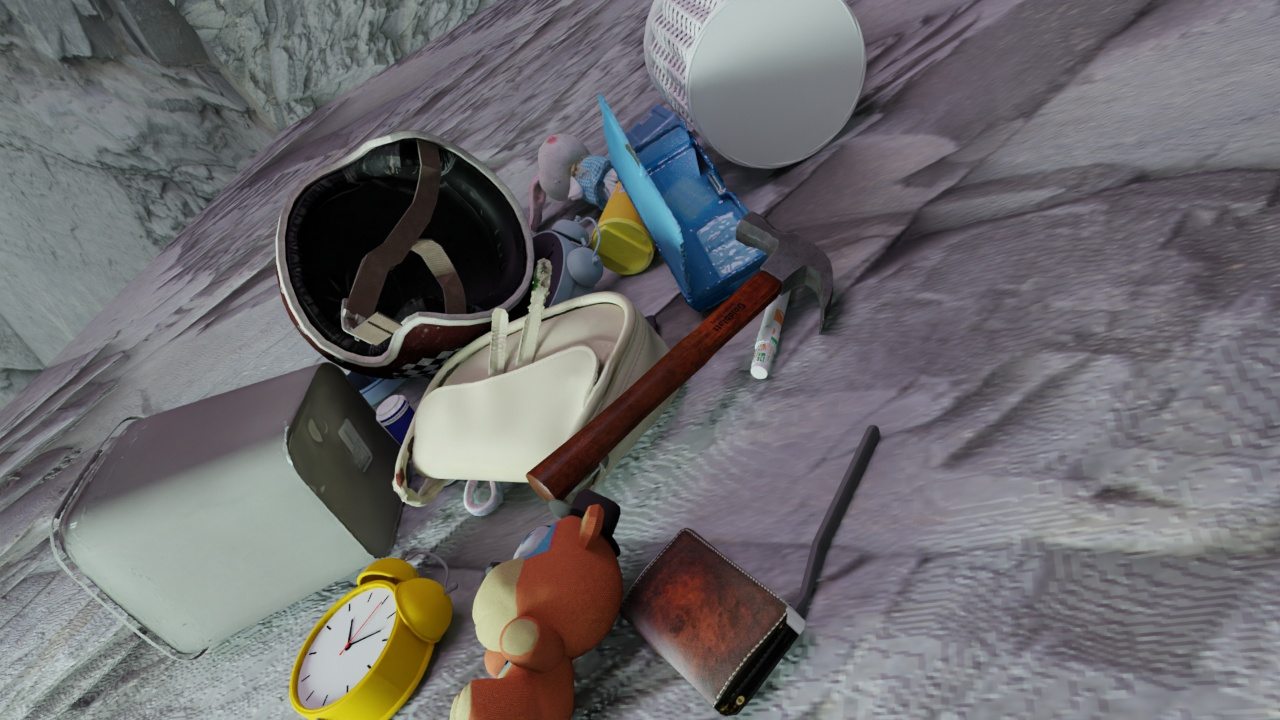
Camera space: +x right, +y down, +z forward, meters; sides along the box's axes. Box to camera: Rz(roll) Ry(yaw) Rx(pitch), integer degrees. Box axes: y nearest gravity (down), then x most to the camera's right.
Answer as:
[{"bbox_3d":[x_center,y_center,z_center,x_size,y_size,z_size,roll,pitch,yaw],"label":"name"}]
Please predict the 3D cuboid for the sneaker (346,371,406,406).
[{"bbox_3d":[-0.294,-0.037,1.082,0.241,0.098,0.083,-40,29,-5],"label":"sneaker"}]

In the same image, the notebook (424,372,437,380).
[{"bbox_3d":[-0.245,-0.069,1.016,0.209,0.029,0.169,19,71,13],"label":"notebook"}]

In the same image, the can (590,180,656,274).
[{"bbox_3d":[-0.008,-0.146,0.971,0.068,0.067,0.104,-16,36,31],"label":"can"}]

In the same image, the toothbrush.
[{"bbox_3d":[0.114,0.103,0.556,0.013,0.013,0.167,-1,45,45],"label":"toothbrush"}]

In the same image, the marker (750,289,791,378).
[{"bbox_3d":[0.111,-0.040,0.752,0.017,0.017,0.145,-14,37,33],"label":"marker"}]

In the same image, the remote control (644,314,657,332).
[{"bbox_3d":[-0.005,0.005,0.815,0.046,0.009,0.124,-24,35,18],"label":"remote control"}]

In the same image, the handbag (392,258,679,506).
[{"bbox_3d":[-0.103,0.028,0.756,0.230,0.132,0.183,-8,46,39],"label":"handbag"}]

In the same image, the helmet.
[{"bbox_3d":[-0.222,-0.089,0.867,0.254,0.233,0.233,-25,70,41],"label":"helmet"}]

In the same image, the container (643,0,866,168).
[{"bbox_3d":[0.114,-0.319,0.964,0.189,0.189,0.186,-33,32,7],"label":"container"}]

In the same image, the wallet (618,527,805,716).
[{"bbox_3d":[0.038,0.151,0.546,0.072,0.019,0.123,-51,27,-8],"label":"wallet"}]

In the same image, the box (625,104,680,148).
[{"bbox_3d":[0.022,-0.249,1.072,0.069,0.064,0.209,-38,16,8],"label":"box"}]

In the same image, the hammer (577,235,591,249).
[{"bbox_3d":[-0.157,-0.129,1.140,0.317,0.028,0.146,8,53,50],"label":"hammer"}]

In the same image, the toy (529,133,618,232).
[{"bbox_3d":[-0.079,-0.225,1.119,0.131,0.105,0.206,-49,31,-15],"label":"toy"}]

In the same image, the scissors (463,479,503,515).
[{"bbox_3d":[-0.145,0.087,0.844,0.108,0.016,0.179,-45,32,-13],"label":"scissors"}]

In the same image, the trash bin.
[{"bbox_3d":[-0.354,0.126,0.843,0.220,0.197,0.197,-22,32,13],"label":"trash bin"}]

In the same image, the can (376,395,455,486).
[{"bbox_3d":[-0.201,0.073,0.838,0.032,0.095,0.032,-26,30,17],"label":"can"}]

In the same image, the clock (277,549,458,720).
[{"bbox_3d":[-0.202,0.211,0.696,0.114,0.052,0.151,10,58,52],"label":"clock"}]

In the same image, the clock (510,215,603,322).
[{"bbox_3d":[-0.091,-0.077,0.929,0.160,0.045,0.122,-49,39,21],"label":"clock"}]

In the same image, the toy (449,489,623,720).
[{"bbox_3d":[-0.060,0.162,0.575,0.175,0.096,0.112,-50,-4,-29],"label":"toy"}]

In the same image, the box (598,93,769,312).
[{"bbox_3d":[0.032,-0.165,0.852,0.094,0.110,0.231,-29,49,5],"label":"box"}]

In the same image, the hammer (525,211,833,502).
[{"bbox_3d":[0.034,-0.001,0.686,0.111,0.028,0.299,36,63,26],"label":"hammer"}]
